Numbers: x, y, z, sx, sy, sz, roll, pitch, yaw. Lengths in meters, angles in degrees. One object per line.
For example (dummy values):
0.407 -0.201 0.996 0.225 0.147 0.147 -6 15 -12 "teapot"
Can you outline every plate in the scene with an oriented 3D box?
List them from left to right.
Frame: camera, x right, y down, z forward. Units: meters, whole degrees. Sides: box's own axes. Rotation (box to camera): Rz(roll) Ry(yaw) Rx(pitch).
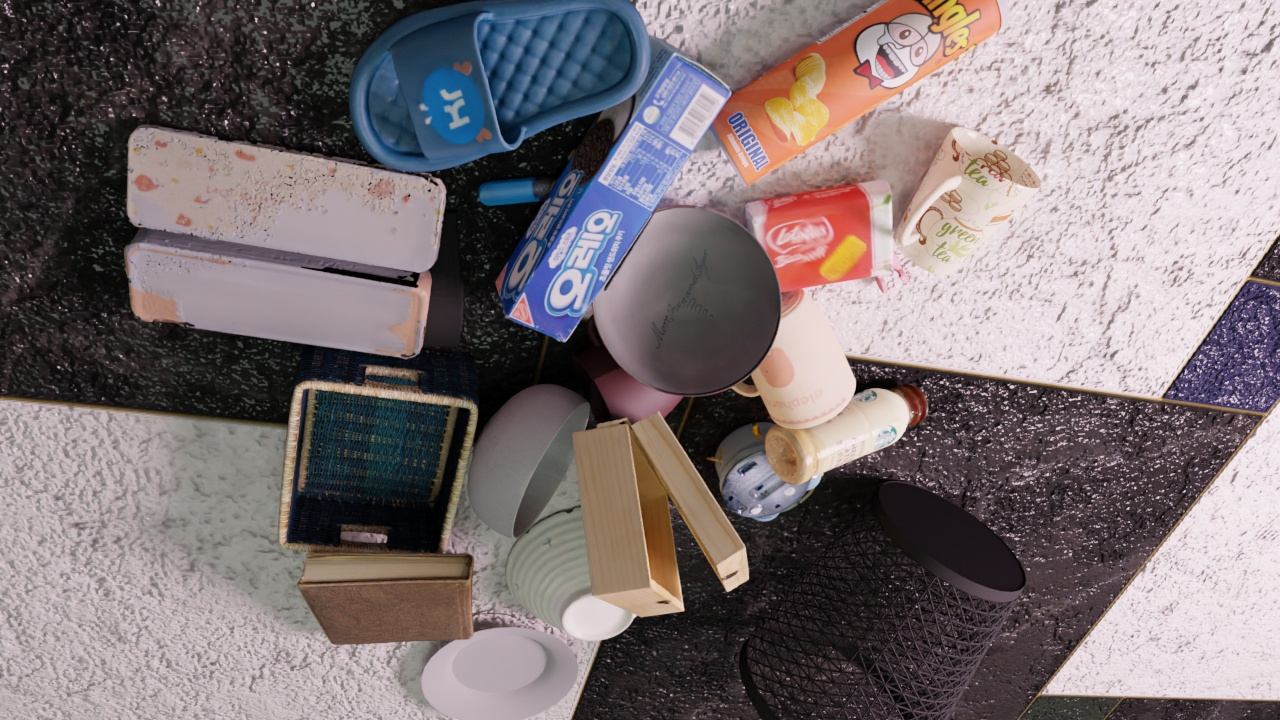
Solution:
-0.158 0.349 1.031 0.172 0.019 0.173 -5 127 -8 "plate"

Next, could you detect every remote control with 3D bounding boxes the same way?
-0.161 -0.062 0.735 0.039 0.010 0.125 1 125 -12 "remote control"

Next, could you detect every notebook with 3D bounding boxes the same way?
-0.211 0.229 0.873 0.190 0.034 0.216 1 150 -11 "notebook"

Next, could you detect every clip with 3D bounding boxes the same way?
0.215 -0.087 0.786 0.038 0.022 0.059 -27 125 13 "clip"

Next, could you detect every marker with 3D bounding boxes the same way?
-0.062 -0.133 0.701 0.123 0.015 0.018 -7 121 -10 "marker"

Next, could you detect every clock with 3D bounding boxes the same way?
0.125 0.112 0.895 0.089 0.051 0.124 -40 124 15 "clock"

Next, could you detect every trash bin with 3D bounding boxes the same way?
0.255 0.271 0.951 0.216 0.216 0.244 17 114 -23 "trash bin"

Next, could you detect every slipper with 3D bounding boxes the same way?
-0.099 -0.189 0.612 0.214 0.059 0.104 -15 116 11 "slipper"

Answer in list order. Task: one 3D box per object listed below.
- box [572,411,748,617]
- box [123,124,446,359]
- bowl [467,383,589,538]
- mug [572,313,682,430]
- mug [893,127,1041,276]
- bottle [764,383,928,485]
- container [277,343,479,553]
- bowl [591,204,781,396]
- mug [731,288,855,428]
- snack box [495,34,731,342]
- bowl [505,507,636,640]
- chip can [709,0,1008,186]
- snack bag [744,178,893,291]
0.029 0.134 0.777 0.123 0.140 0.249 -7 160 5 "box"
-0.261 -0.086 0.680 0.216 0.058 0.154 9 123 -12 "box"
-0.103 0.079 0.786 0.064 0.131 0.132 27 122 9 "bowl"
-0.005 0.005 0.783 0.088 0.087 0.114 -26 100 -12 "mug"
0.242 -0.118 0.722 0.121 0.081 0.097 -20 149 -47 "mug"
0.193 0.062 0.844 0.161 0.056 0.057 -18 131 -26 "bottle"
-0.225 0.078 0.786 0.145 0.071 0.188 8 124 -17 "container"
0.036 -0.046 0.740 0.151 0.057 0.150 0 91 0 "bowl"
0.117 -0.005 0.797 0.112 0.085 0.104 -10 123 32 "mug"
-0.025 -0.122 0.674 0.059 0.059 0.227 23 112 -30 "snack box"
-0.047 0.235 0.938 0.177 0.070 0.178 -6 126 -8 "bowl"
0.150 -0.207 0.659 0.210 0.062 0.062 -30 126 11 "chip can"
0.146 -0.099 0.744 0.116 0.036 0.077 -9 122 4 "snack bag"
